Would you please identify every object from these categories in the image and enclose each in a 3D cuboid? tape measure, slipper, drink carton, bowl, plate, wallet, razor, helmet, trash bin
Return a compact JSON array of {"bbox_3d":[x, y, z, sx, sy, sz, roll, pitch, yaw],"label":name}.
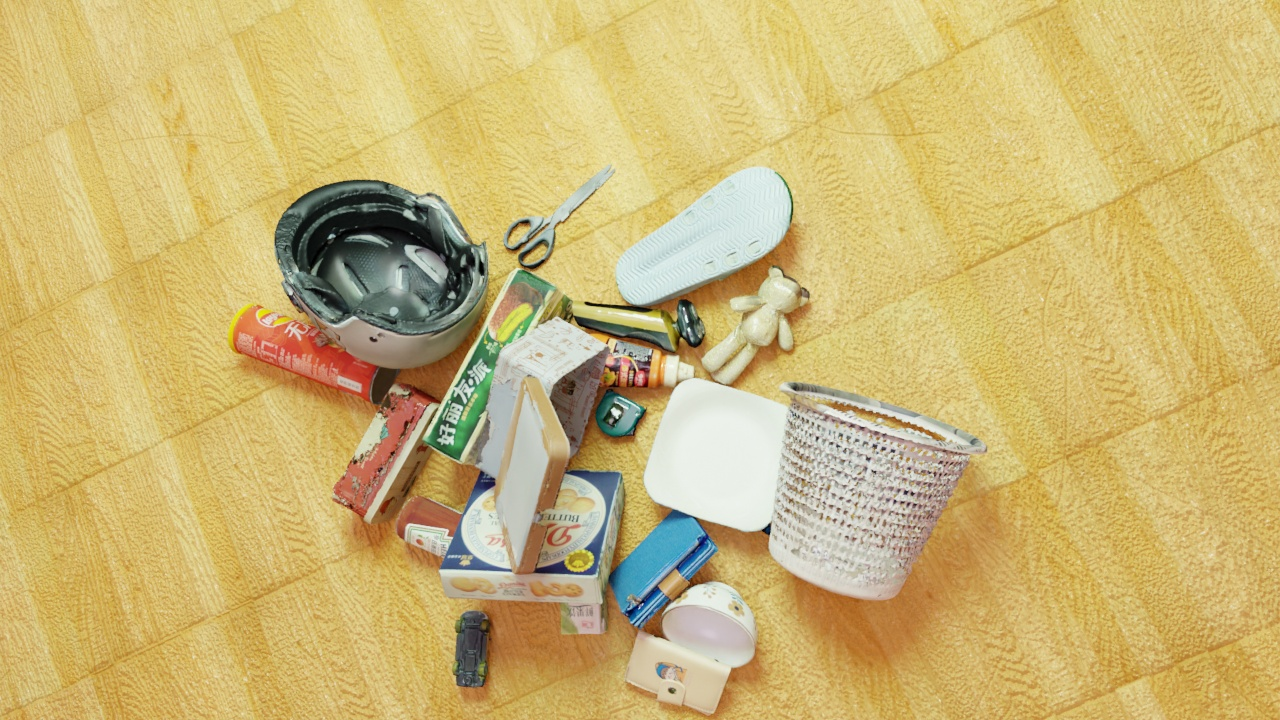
[{"bbox_3d":[-0.028,0.069,1.143,0.058,0.025,0.054,28,87,12],"label":"tape measure"},{"bbox_3d":[0.081,-0.142,1.132,0.246,0.074,0.104,-28,81,21],"label":"slipper"},{"bbox_3d":[-0.070,0.268,1.113,0.053,0.045,0.122,-6,81,13],"label":"drink carton"},{"bbox_3d":[0.084,0.298,1.066,0.113,0.114,0.062,15,43,11],"label":"bowl"},{"bbox_3d":[0.098,0.114,1.102,0.164,0.034,0.163,17,75,9],"label":"plate"},{"bbox_3d":[0.041,0.371,1.078,0.115,0.024,0.087,19,118,8],"label":"wallet"},{"bbox_3d":[-0.003,-0.051,1.124,0.167,0.062,0.068,10,108,10],"label":"razor"},{"bbox_3d":[-0.312,-0.090,1.137,0.274,0.157,0.229,33,54,22],"label":"helmet"},{"bbox_3d":[0.238,0.146,1.008,0.227,0.227,0.192,17,98,11],"label":"trash bin"},{"bbox_3d":[0.024,0.239,1.079,0.133,0.106,0.040,-46,113,1],"label":"wallet"}]

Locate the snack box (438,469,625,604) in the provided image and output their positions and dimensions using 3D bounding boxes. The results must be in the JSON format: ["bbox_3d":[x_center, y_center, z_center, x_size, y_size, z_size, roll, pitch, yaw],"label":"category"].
[{"bbox_3d":[-0.120,0.200,1.071,0.178,0.182,0.046,0,123,8],"label":"snack box"}]

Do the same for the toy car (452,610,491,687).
[{"bbox_3d":[-0.206,0.354,1.130,0.042,0.035,0.090,-1,77,7],"label":"toy car"}]

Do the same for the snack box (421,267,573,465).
[{"bbox_3d":[-0.168,0.013,1.128,0.063,0.114,0.240,27,88,12],"label":"snack box"}]

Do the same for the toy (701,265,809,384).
[{"bbox_3d":[0.137,-0.039,1.117,0.105,0.066,0.157,38,94,-21],"label":"toy"}]

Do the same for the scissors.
[{"bbox_3d":[-0.096,-0.186,1.196,0.175,0.014,0.135,-8,80,5],"label":"scissors"}]

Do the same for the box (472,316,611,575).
[{"bbox_3d":[-0.119,0.084,1.020,0.126,0.273,0.179,16,121,-5],"label":"box"}]

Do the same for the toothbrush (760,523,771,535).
[{"bbox_3d":[0.165,0.210,1.099,0.189,0.016,0.014,31,96,11],"label":"toothbrush"}]

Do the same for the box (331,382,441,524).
[{"bbox_3d":[-0.317,0.112,1.151,0.079,0.091,0.168,28,88,8],"label":"box"}]

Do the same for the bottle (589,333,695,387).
[{"bbox_3d":[-0.007,0.007,1.133,0.149,0.067,0.066,8,84,3],"label":"bottle"}]

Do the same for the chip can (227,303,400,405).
[{"bbox_3d":[-0.425,-0.009,1.194,0.217,0.073,0.073,19,86,11],"label":"chip can"}]

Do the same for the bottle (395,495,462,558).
[{"bbox_3d":[-0.201,0.230,1.133,0.206,0.060,0.059,22,86,10],"label":"bottle"}]
